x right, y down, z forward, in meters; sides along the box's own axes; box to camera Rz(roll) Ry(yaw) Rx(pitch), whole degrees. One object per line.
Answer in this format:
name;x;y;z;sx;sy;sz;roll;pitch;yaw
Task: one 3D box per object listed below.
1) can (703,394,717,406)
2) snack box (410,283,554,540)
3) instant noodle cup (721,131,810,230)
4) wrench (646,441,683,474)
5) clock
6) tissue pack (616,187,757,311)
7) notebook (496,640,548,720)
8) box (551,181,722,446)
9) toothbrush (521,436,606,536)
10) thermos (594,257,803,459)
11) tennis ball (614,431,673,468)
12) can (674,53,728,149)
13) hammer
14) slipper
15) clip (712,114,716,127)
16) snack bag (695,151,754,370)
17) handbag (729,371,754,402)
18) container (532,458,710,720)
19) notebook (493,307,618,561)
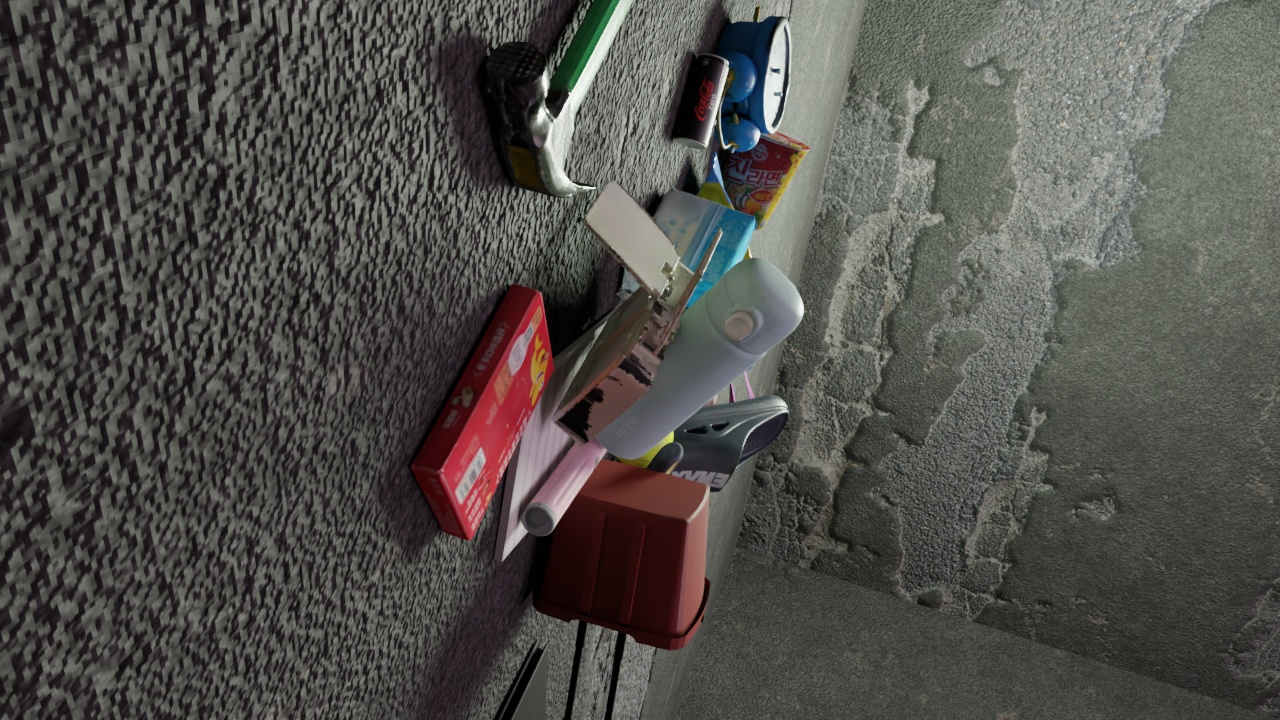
can;0.063;0.048;1.158;0.076;0.067;0.067;92;18;-49
snack box;-0.090;0.031;0.553;0.089;0.021;0.132;88;21;-56
instant noodle cup;0.139;-0.222;1.114;0.100;0.100;0.113;-42;154;-68
wrench;-0.001;0.139;0.928;0.073;0.022;0.274;-37;167;-27
clock;0.111;-0.284;0.942;0.117;0.060;0.161;80;29;-48
tissue pack;0.043;-0.091;0.832;0.062;0.093;0.144;102;11;-50
notebook;-0.127;0.401;0.866;0.168;0.019;0.232;-62;163;-50
box;-0.013;-0.046;0.656;0.187;0.101;0.144;-61;-178;40
toothbrush;-0.042;0.073;0.765;0.027;0.026;0.222;-65;174;31
thermos;0.040;0.001;0.714;0.207;0.065;0.077;-43;180;37
tennis ball;0.000;0.074;0.908;0.065;0.065;0.065;17;89;-78
can;0.057;-0.238;0.846;0.031;0.031;0.080;7;99;-78
hammer;-0.010;-0.233;0.560;0.130;0.032;0.318;82;26;-61
slipper;0.085;0.112;1.050;0.267;0.083;0.111;-12;140;-39
clip;0.083;-0.259;0.987;0.052;0.013;0.036;-31;135;-69
snack bag;0.080;-0.101;0.999;0.159;0.102;0.205;45;48;-76
handbag;0.115;-0.014;1.146;0.144;0.068;0.169;56;24;-75
container;-0.016;0.203;0.805;0.126;0.148;0.201;-40;140;-68
notebook;-0.061;0.050;0.738;0.209;0.009;0.143;-46;150;-66
